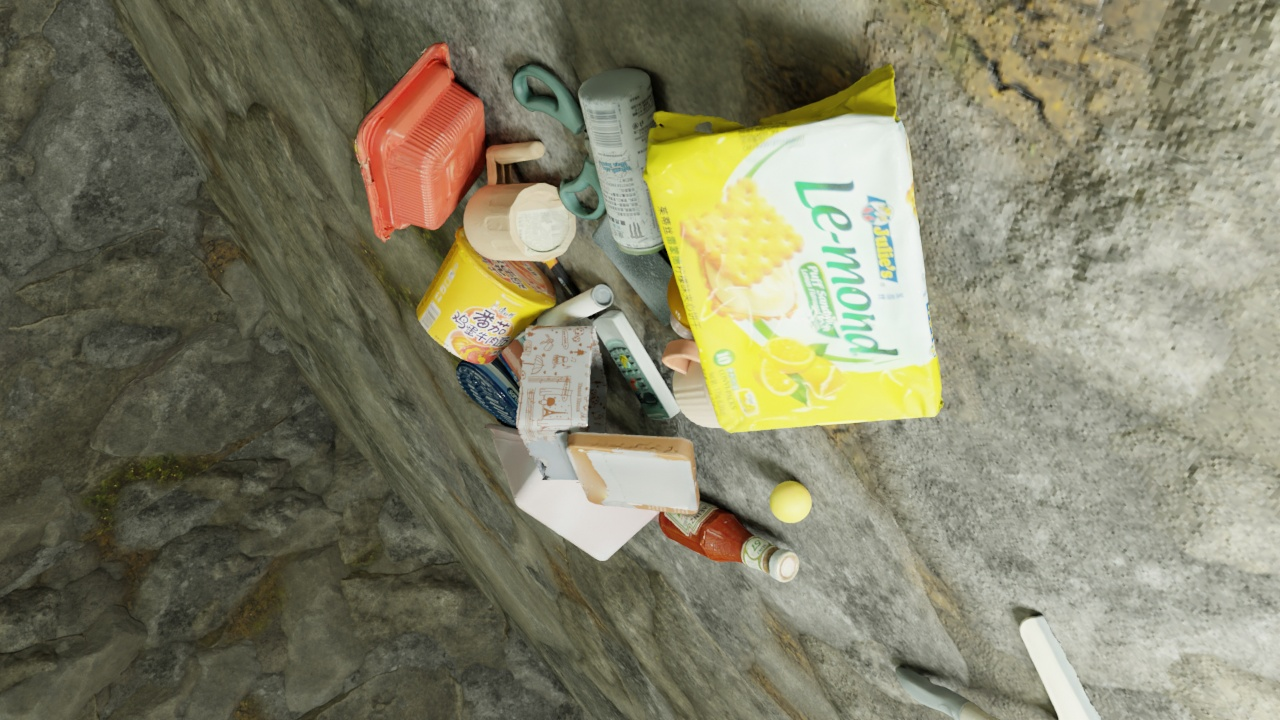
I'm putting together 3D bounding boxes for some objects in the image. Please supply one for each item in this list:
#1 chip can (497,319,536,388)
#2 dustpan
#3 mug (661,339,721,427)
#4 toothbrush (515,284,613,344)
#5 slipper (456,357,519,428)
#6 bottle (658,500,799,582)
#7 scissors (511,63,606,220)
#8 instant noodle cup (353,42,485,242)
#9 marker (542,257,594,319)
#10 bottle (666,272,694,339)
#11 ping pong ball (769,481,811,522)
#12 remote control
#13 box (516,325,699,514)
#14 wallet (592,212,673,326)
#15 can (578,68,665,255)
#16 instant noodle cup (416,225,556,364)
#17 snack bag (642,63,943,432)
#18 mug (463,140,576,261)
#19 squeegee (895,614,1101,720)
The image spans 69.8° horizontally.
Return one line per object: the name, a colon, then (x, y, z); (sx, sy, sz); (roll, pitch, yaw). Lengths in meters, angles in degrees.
chip can: (-0.149, -0.012, 1.198); (0.214, 0.071, 0.071); (56, 156, -2)
dustpan: (-0.077, 0.156, 1.273); (0.222, 0.139, 0.273); (38, -170, -28)
mug: (0.072, 0.013, 0.792); (0.114, 0.081, 0.106); (23, 167, -20)
toothbrush: (-0.097, -0.049, 1.068); (0.026, 0.026, 0.222); (49, 149, -14)
slipper: (-0.169, 0.051, 1.304); (0.105, 0.095, 0.253); (25, 163, 23)
bottle: (0.098, 0.203, 1.045); (0.206, 0.059, 0.060); (14, 134, 55)
scissors: (-0.070, -0.212, 0.855); (0.181, 0.019, 0.171); (55, 157, 2)
instant noodle cup: (-0.227, -0.221, 0.985); (0.079, 0.164, 0.189); (25, 151, 6)
marker: (-0.092, -0.098, 1.048); (0.124, 0.015, 0.018); (53, 158, -4)
bottle: (0.063, -0.072, 0.734); (0.068, 0.067, 0.190); (49, 156, 11)
ping pong ball: (0.146, 0.137, 0.892); (0.040, 0.040, 0.040); (42, 153, 26)
remote control: (-0.006, 0.006, 1.022); (0.135, 0.019, 0.056); (59, 156, -11)
box: (-0.033, 0.061, 1.032); (0.208, 0.157, 0.181); (4, 152, 9)
wallet: (0.005, -0.094, 0.877); (0.121, 0.019, 0.097); (52, 158, 2)
can: (-0.008, -0.162, 0.757); (0.058, 0.058, 0.147); (32, 148, 40)
instant noodle cup: (-0.182, -0.070, 1.057); (0.138, 0.110, 0.137); (35, -161, -15)
snack bag: (0.106, -0.059, 0.605); (0.158, 0.068, 0.247); (-6, 124, 20)
mug: (-0.127, -0.165, 0.962); (0.104, 0.084, 0.125); (13, 107, 54)
squeegee: (0.309, 0.320, 0.837); (0.246, 0.039, 0.247); (59, 156, -10)
